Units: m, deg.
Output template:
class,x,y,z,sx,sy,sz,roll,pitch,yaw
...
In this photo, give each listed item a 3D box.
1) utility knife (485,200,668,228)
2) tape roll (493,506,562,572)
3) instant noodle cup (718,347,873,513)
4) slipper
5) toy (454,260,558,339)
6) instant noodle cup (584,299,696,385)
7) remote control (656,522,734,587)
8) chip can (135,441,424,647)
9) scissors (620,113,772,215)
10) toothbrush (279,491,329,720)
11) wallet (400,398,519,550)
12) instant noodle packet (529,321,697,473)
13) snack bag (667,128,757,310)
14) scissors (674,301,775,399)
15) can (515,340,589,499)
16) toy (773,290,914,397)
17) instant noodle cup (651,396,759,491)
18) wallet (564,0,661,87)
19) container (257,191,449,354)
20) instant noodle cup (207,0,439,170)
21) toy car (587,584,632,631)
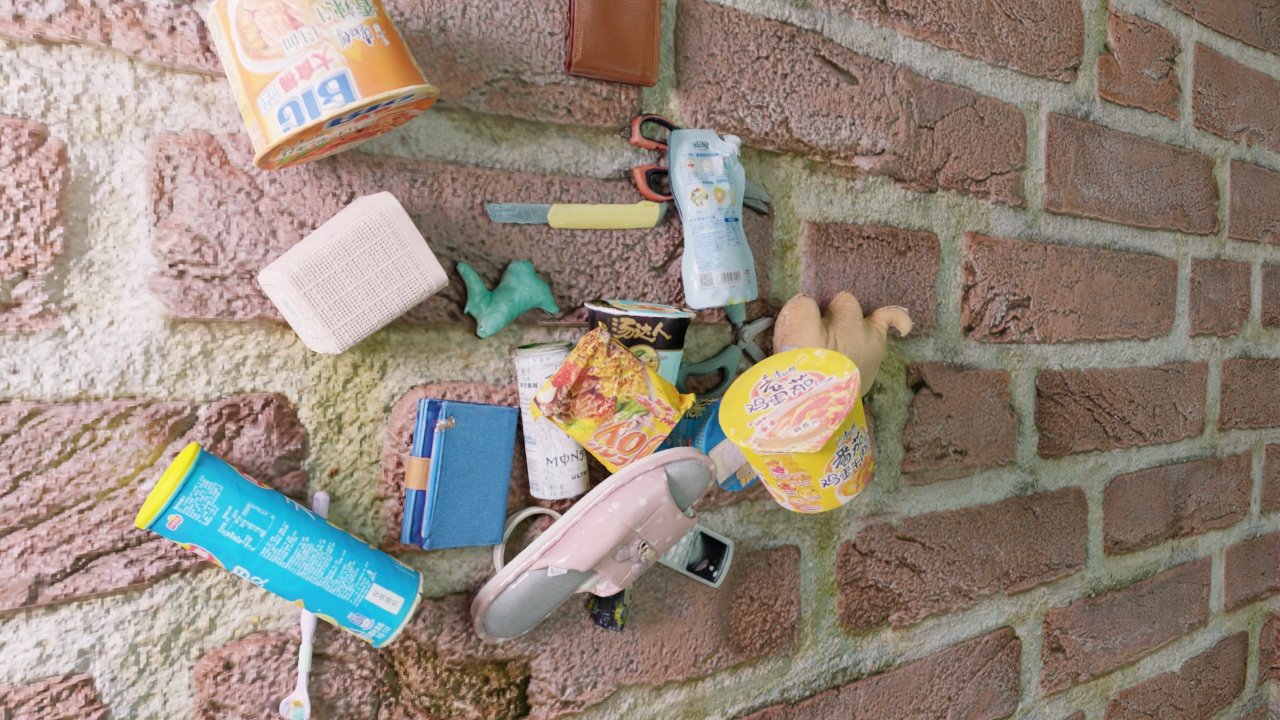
class,x,y,z,sx,sy,sz,roll,pitch,yaw
utility knife,-0.057,-0.145,0.911,0.218,0.022,0.031,-9,117,-43
tape roll,-0.104,0.187,0.901,0.085,0.014,0.086,-3,95,-38
instant noodle cup,0.158,0.073,0.888,0.137,0.138,0.110,-46,127,-26
slipper,-0.038,0.180,0.858,0.274,0.054,0.114,-36,138,-3
toy,-0.129,-0.061,0.857,0.091,0.030,0.096,-43,111,-30
instant noodle cup,-0.005,0.005,0.913,0.111,0.111,0.120,-1,100,-37
remote control,0.045,0.202,1.011,0.150,0.021,0.058,31,74,-34
chip can,-0.275,0.148,0.716,0.210,0.071,0.071,38,70,-25
scissors,0.065,-0.193,1.007,0.192,0.015,0.207,-46,118,-27
toothbrush,-0.278,0.204,0.767,0.021,0.029,0.189,18,77,-77
wallet,-0.163,0.103,0.836,0.106,0.040,0.133,8,88,-46
instant noodle packet,-0.024,0.042,0.842,0.128,0.044,0.111,39,96,-27
snack bag,0.079,-0.153,0.986,0.110,0.039,0.191,-12,97,-31
scissors,0.083,-0.025,1.029,0.170,0.019,0.179,49,64,-29
can,-0.084,0.057,0.880,0.058,0.058,0.147,-11,99,-37
toy,0.247,-0.013,1.116,0.225,0.083,0.143,-6,105,-39
instant noodle cup,0.066,0.079,0.963,0.099,0.110,0.099,-3,95,-38
wallet,-0.028,-0.340,0.918,0.101,0.032,0.124,1,92,-34
container,-0.234,-0.067,0.741,0.110,0.090,0.090,-42,116,-24
instant noodle cup,-0.244,-0.225,0.693,0.151,0.152,0.111,-29,101,-33
toy car,-0.028,0.231,0.945,0.035,0.042,0.090,-10,104,-59
